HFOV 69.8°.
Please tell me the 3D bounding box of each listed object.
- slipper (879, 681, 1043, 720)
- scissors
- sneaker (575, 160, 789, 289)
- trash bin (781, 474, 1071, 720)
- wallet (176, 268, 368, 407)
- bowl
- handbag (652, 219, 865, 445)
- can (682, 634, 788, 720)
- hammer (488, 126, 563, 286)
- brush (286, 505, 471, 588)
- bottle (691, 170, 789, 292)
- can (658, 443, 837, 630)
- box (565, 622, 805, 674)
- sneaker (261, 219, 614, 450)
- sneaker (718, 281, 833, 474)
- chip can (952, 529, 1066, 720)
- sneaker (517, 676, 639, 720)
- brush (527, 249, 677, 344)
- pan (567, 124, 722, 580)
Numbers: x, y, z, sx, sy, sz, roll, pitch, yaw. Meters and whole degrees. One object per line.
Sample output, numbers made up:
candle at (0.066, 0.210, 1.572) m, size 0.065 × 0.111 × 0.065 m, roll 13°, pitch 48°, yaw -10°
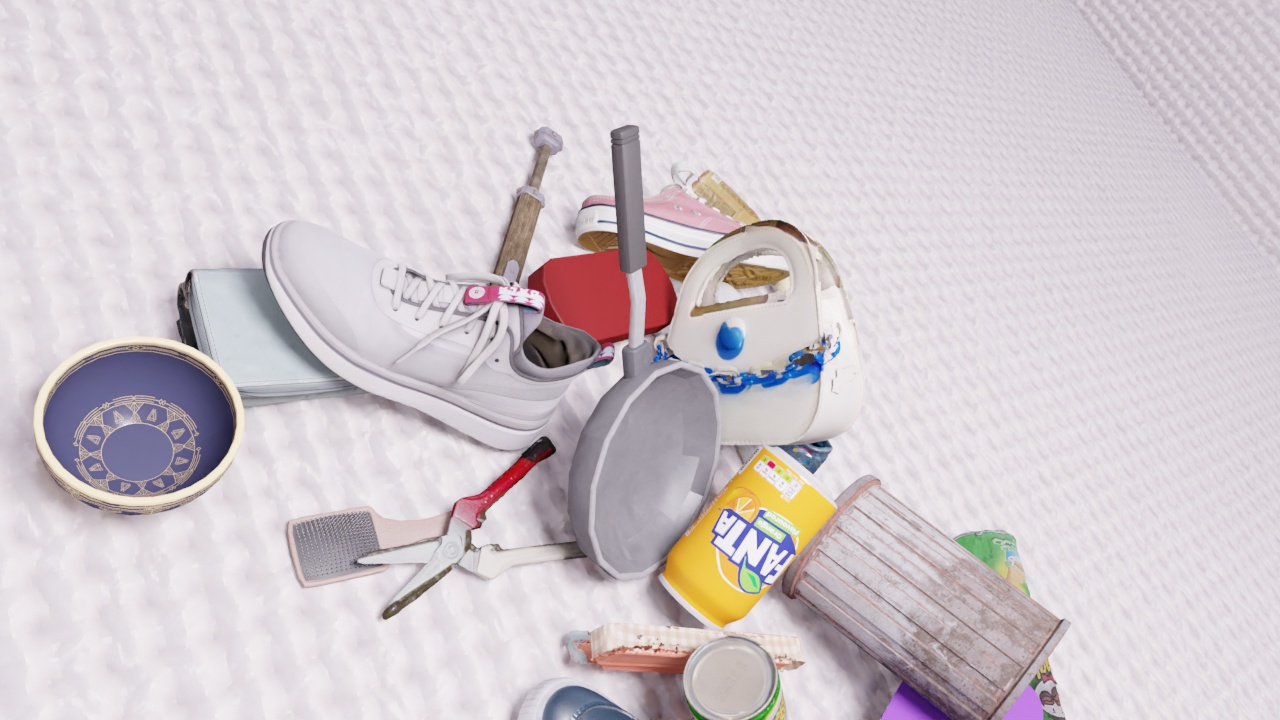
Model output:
slipper at (0.234, 0.339, 0.755) m, size 0.107 × 0.084 × 0.265 m, roll 35°, pitch 31°, yaw 27°
scissors at (-0.108, 0.129, 0.692) m, size 0.179 × 0.015 × 0.193 m, roll 33°, pitch 52°, yaw -23°
sneaker at (0.049, -0.137, 0.946) m, size 0.240 × 0.118 × 0.087 m, roll 12°, pitch 71°, yaw -22°
trash bin at (0.228, 0.199, 0.771) m, size 0.211 × 0.131 × 0.130 m, roll 37°, pitch 39°, yaw 27°
wallet at (-0.261, -0.017, 0.671) m, size 0.131 × 0.054 × 0.100 m, roll -6°, pitch 71°, yaw -42°
bowl at (-0.313, 0.048, 0.575) m, size 0.112 × 0.061 × 0.112 m, roll 16°, pitch 54°, yaw -24°
handbag at (0.096, -0.022, 0.806) m, size 0.092 × 0.201 × 0.199 m, roll -1°, pitch 84°, yaw -45°
can at (0.073, 0.258, 0.660) m, size 0.067 × 0.121 × 0.067 m, roll -9°, pitch 42°, yaw 8°
hammer at (-0.111, -0.117, 0.869) m, size 0.147 × 0.028 × 0.316 m, roll 30°, pitch 46°, yaw -23°
brush at (-0.179, 0.124, 0.654) m, size 0.135 × 0.015 × 0.050 m, roll -5°, pitch 64°, yaw -38°
bottle at (0.116, -0.137, 1.025) m, size 0.166 × 0.060 × 0.059 m, roll 43°, pitch 44°, yaw -3°
can at (0.086, 0.142, 0.739) m, size 0.079 × 0.079 × 0.142 m, roll 41°, pitch 89°, yaw 1°
box at (0.037, 0.223, 0.700) m, size 0.186 × 0.083 × 0.043 m, roll 15°, pitch 54°, yaw -29°
sneaker at (-0.142, -0.031, 0.672) m, size 0.263 × 0.129 × 0.096 m, roll 35°, pitch 35°, yaw -32°
sneaker at (0.115, 0.013, 0.902) m, size 0.087 × 0.079 × 0.235 m, roll -2°, pitch 61°, yaw -38°
chip can at (0.357, 0.276, 0.894) m, size 0.075 × 0.076 × 0.222 m, roll 17°, pitch 51°, yaw -26°
sneaker at (0.019, 0.301, 0.619) m, size 0.235 × 0.088 × 0.089 m, roll 42°, pitch 45°, yaw -5°
brush at (-0.036, -0.055, 0.852) m, size 0.173 × 0.042 × 0.082 m, roll -16°, pitch 78°, yaw -50°
pan at (-0.004, 0.004, 0.690) m, size 0.041 × 0.358 × 0.178 m, roll 16°, pitch 33°, yaw 33°
